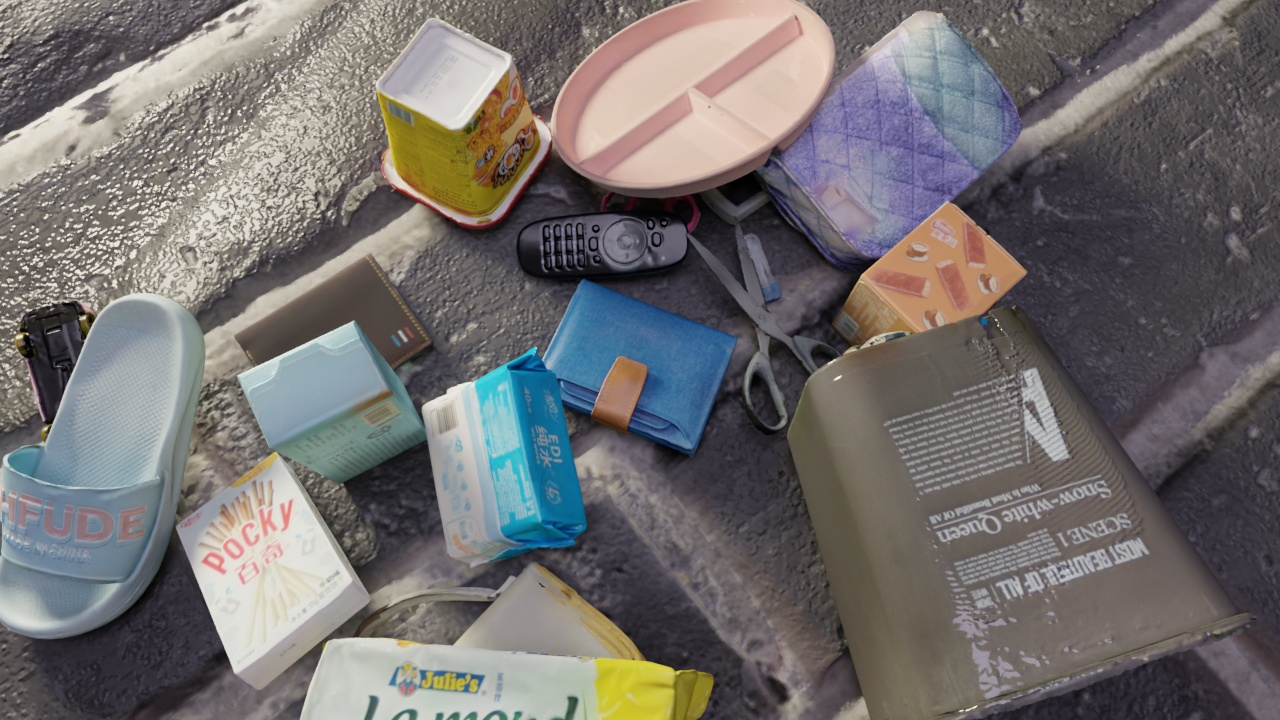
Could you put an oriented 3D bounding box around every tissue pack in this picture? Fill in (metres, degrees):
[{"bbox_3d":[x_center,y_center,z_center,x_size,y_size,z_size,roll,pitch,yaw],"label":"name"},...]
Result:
[{"bbox_3d":[-0.093,0.070,0.638,0.090,0.063,0.140,-24,70,28],"label":"tissue pack"}]

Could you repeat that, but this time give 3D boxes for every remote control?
[{"bbox_3d":[0.114,-0.172,0.761,0.150,0.021,0.058,-35,75,-13],"label":"remote control"},{"bbox_3d":[-0.029,-0.090,0.724,0.136,0.024,0.053,-3,86,5],"label":"remote control"}]

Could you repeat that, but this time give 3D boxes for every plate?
[{"bbox_3d":[0.040,-0.211,0.726,0.230,0.028,0.229,-12,51,15],"label":"plate"}]

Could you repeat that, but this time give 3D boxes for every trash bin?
[{"bbox_3d":[0.209,0.105,0.583,0.199,0.199,0.219,-15,66,-6],"label":"trash bin"}]

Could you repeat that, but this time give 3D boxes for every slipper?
[{"bbox_3d":[-0.368,0.071,0.620,0.104,0.074,0.245,17,87,5],"label":"slipper"}]

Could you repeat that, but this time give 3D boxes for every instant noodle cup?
[{"bbox_3d":[-0.139,-0.184,0.706,0.116,0.124,0.116,29,72,9],"label":"instant noodle cup"}]

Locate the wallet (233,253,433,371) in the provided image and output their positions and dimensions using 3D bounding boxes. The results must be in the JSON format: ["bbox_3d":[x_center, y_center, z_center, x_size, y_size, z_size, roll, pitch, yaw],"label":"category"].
[{"bbox_3d":[-0.234,-0.015,0.702,0.122,0.020,0.096,-35,75,-10],"label":"wallet"}]

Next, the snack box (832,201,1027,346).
[{"bbox_3d":[0.210,-0.045,0.680,0.094,0.093,0.077,-40,76,-14],"label":"snack box"}]

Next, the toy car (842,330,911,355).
[{"bbox_3d":[0.162,0.005,0.648,0.042,0.091,0.035,-10,66,-20],"label":"toy car"}]

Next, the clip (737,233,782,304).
[{"bbox_3d":[0.093,-0.072,0.728,0.024,0.029,0.056,-17,79,-5],"label":"clip"}]

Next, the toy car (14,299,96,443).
[{"bbox_3d":[-0.419,0.015,0.680,0.056,0.037,0.122,-18,85,-7],"label":"toy car"}]

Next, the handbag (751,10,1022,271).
[{"bbox_3d":[0.193,-0.170,0.726,0.193,0.076,0.134,-40,93,-13],"label":"handbag"}]

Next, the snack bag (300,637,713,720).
[{"bbox_3d":[-0.087,0.247,0.517,0.247,0.068,0.157,1,65,12],"label":"snack bag"}]

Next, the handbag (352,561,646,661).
[{"bbox_3d":[-0.102,0.212,0.607,0.179,0.063,0.163,37,75,20],"label":"handbag"}]

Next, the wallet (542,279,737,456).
[{"bbox_3d":[-0.004,0.004,0.690,0.133,0.040,0.106,21,67,6],"label":"wallet"}]

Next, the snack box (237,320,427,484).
[{"bbox_3d":[-0.194,0.033,0.603,0.074,0.175,0.051,-26,79,-11],"label":"snack box"}]

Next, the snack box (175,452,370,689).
[{"bbox_3d":[-0.246,0.133,0.606,0.084,0.027,0.157,-39,46,-14],"label":"snack box"}]

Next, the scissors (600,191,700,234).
[{"bbox_3d":[0.009,-0.160,0.751,0.105,0.017,0.136,-6,74,13],"label":"scissors"}]

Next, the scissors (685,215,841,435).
[{"bbox_3d":[0.096,-0.024,0.697,0.173,0.014,0.159,23,66,-8],"label":"scissors"}]
